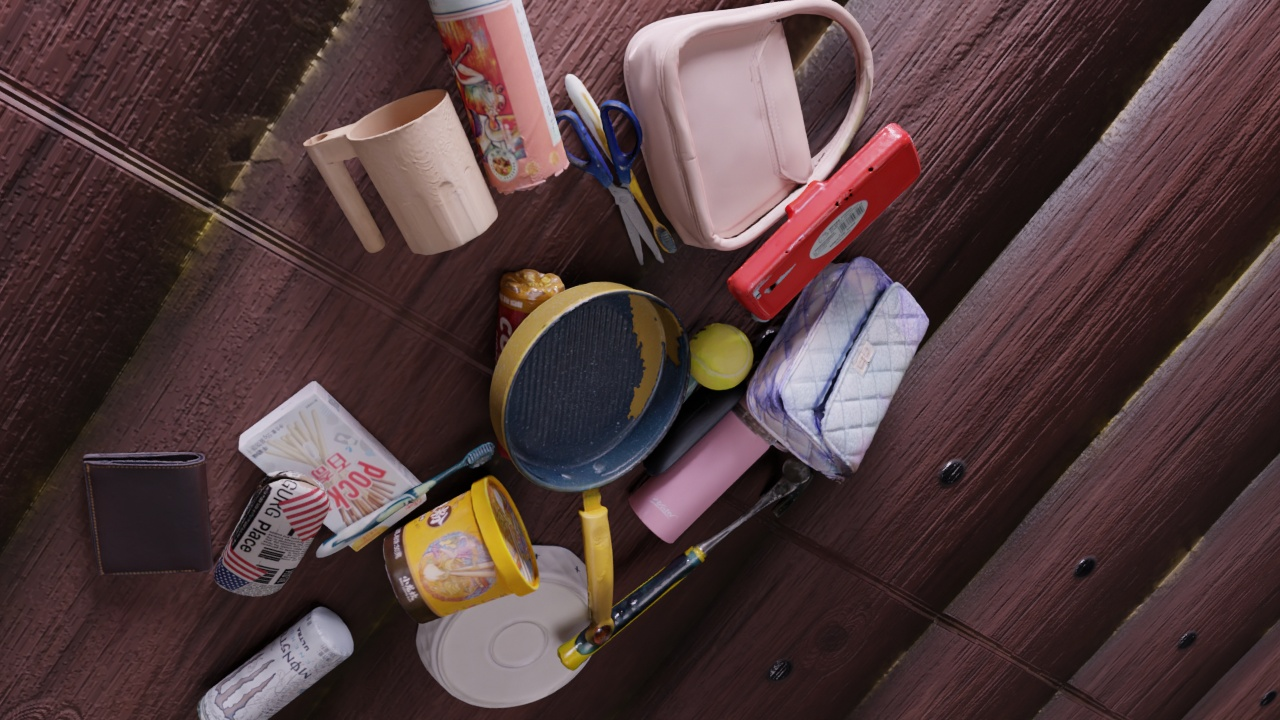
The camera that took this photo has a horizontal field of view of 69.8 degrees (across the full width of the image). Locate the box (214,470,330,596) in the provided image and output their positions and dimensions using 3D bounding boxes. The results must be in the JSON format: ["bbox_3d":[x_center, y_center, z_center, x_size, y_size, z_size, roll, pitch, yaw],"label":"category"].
[{"bbox_3d":[-0.332,0.156,0.826,0.068,0.052,0.165,33,118,-13],"label":"box"}]

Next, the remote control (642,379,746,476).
[{"bbox_3d":[0.050,0.060,0.925,0.136,0.053,0.024,-44,121,4],"label":"remote control"}]

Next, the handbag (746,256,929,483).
[{"bbox_3d":[0.197,0.004,0.895,0.134,0.076,0.193,41,70,-27],"label":"handbag"}]

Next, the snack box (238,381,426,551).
[{"bbox_3d":[-0.278,0.099,0.838,0.084,0.027,0.157,-37,121,0],"label":"snack box"}]

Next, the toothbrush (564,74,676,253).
[{"bbox_3d":[-0.014,-0.167,0.807,0.016,0.018,0.191,-36,122,-3],"label":"toothbrush"}]

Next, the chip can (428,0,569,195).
[{"bbox_3d":[-0.115,-0.241,0.702,0.071,0.071,0.215,-22,121,-9],"label":"chip can"}]

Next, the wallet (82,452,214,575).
[{"bbox_3d":[-0.430,0.137,0.805,0.096,0.020,0.122,2,116,-16],"label":"wallet"}]

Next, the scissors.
[{"bbox_3d":[-0.028,-0.150,0.806,0.133,0.012,0.173,15,137,1],"label":"scissors"}]

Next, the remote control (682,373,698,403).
[{"bbox_3d":[-0.005,0.005,0.896,0.135,0.019,0.056,34,100,-31],"label":"remote control"}]

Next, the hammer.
[{"bbox_3d":[0.049,0.215,0.964,0.323,0.032,0.126,-38,162,-3],"label":"hammer"}]

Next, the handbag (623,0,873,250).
[{"bbox_3d":[0.111,-0.222,0.800,0.234,0.093,0.193,-28,122,-15],"label":"handbag"}]

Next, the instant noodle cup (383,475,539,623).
[{"bbox_3d":[-0.171,0.185,0.874,0.114,0.118,0.118,-24,121,1],"label":"instant noodle cup"}]

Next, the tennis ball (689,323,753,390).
[{"bbox_3d":[0.077,-0.004,0.895,0.065,0.065,0.065,-8,118,-17],"label":"tennis ball"}]

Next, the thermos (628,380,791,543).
[{"bbox_3d":[0.086,0.105,0.946,0.199,0.067,0.087,-44,82,5],"label":"thermos"}]

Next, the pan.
[{"bbox_3d":[-0.041,0.103,0.846,0.197,0.078,0.358,-11,120,-33],"label":"pan"}]

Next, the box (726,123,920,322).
[{"bbox_3d":[0.170,-0.115,0.840,0.201,0.058,0.161,-45,163,6],"label":"box"}]

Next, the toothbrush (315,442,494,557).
[{"bbox_3d":[-0.216,0.131,0.850,0.191,0.018,0.016,-32,123,-4],"label":"toothbrush"}]

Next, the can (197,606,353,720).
[{"bbox_3d":[-0.354,0.306,0.895,0.147,0.058,0.058,-37,122,0],"label":"can"}]

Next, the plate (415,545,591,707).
[{"bbox_3d":[-0.133,0.289,0.977,0.204,0.045,0.205,-8,117,-16],"label":"plate"}]

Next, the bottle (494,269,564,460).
[{"bbox_3d":[-0.105,0.008,0.837,0.057,0.057,0.175,-1,115,-20],"label":"bottle"}]

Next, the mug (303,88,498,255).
[{"bbox_3d":[-0.187,-0.143,0.727,0.125,0.084,0.103,-13,124,14],"label":"mug"}]
